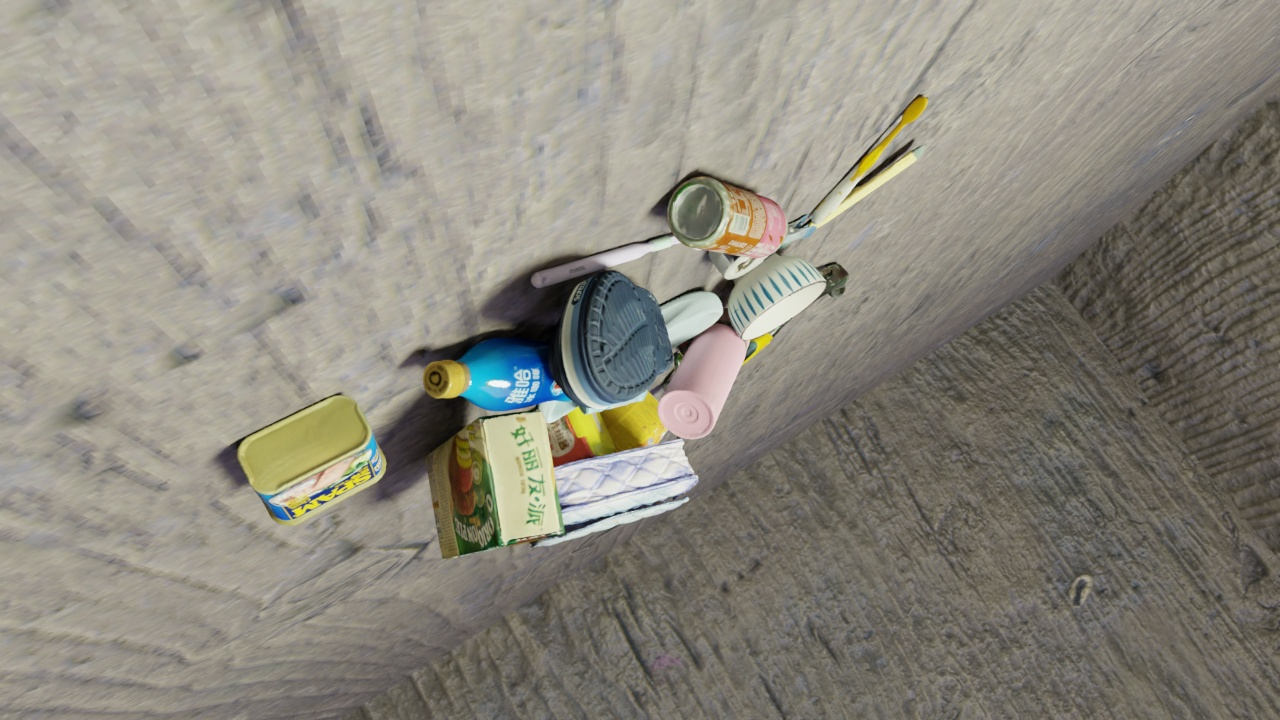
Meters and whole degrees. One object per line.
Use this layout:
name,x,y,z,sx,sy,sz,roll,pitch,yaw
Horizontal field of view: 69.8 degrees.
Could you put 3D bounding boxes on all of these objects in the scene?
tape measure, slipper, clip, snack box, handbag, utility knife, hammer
tape measure,0.104,-0.113,0.927,0.066,0.033,0.065,-35,164,5
slipper,-0.006,0.006,1.001,0.245,0.074,0.104,-30,166,-16
clip,0.164,-0.139,0.999,0.058,0.041,0.026,-20,164,-26
snack box,-0.085,0.087,1.071,0.080,0.091,0.082,-29,164,10
slipper,-0.035,-0.017,0.801,0.095,0.105,0.252,-19,-178,14
handbag,-0.038,0.154,1.049,0.193,0.075,0.134,-11,161,-23
utility knife,0.231,-0.176,1.021,0.198,0.021,0.031,-39,161,18
hammer,0.161,-0.024,1.286,0.323,0.032,0.126,-39,166,2
snack box,-0.149,0.126,0.887,0.063,0.114,0.241,-6,168,-26

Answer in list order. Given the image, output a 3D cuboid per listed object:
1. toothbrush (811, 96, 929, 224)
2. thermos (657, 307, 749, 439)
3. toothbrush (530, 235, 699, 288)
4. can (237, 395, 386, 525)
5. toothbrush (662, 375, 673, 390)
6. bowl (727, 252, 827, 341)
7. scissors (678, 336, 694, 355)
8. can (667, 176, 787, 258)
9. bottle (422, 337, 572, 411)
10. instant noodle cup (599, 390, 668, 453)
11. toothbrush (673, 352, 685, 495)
toothbrush,0.234,-0.203,0.948,0.018,0.016,0.192,-32,168,-40
thermos,0.073,0.012,1.065,0.087,0.067,0.198,-36,-165,35
toothbrush,-0.014,-0.089,0.781,0.188,0.029,0.021,-21,-161,-36
can,-0.261,0.079,0.733,0.102,0.057,0.083,-28,163,-19
toothbrush,0.065,0.011,1.244,0.018,0.016,0.192,-9,165,-24
bowl,0.147,-0.081,1.053,0.116,0.066,0.116,-30,166,-8
scissors,0.117,-0.033,1.253,0.204,0.015,0.198,-23,162,-36
can,0.079,-0.121,0.795,0.058,0.058,0.147,-39,164,23
bottle,-0.109,0.012,0.816,0.065,0.065,0.218,-40,165,24
instant noodle cup,-0.027,0.091,1.183,0.123,0.116,0.116,-44,166,-4
toothbrush,0.050,0.080,1.186,0.012,0.185,0.017,-4,167,16
